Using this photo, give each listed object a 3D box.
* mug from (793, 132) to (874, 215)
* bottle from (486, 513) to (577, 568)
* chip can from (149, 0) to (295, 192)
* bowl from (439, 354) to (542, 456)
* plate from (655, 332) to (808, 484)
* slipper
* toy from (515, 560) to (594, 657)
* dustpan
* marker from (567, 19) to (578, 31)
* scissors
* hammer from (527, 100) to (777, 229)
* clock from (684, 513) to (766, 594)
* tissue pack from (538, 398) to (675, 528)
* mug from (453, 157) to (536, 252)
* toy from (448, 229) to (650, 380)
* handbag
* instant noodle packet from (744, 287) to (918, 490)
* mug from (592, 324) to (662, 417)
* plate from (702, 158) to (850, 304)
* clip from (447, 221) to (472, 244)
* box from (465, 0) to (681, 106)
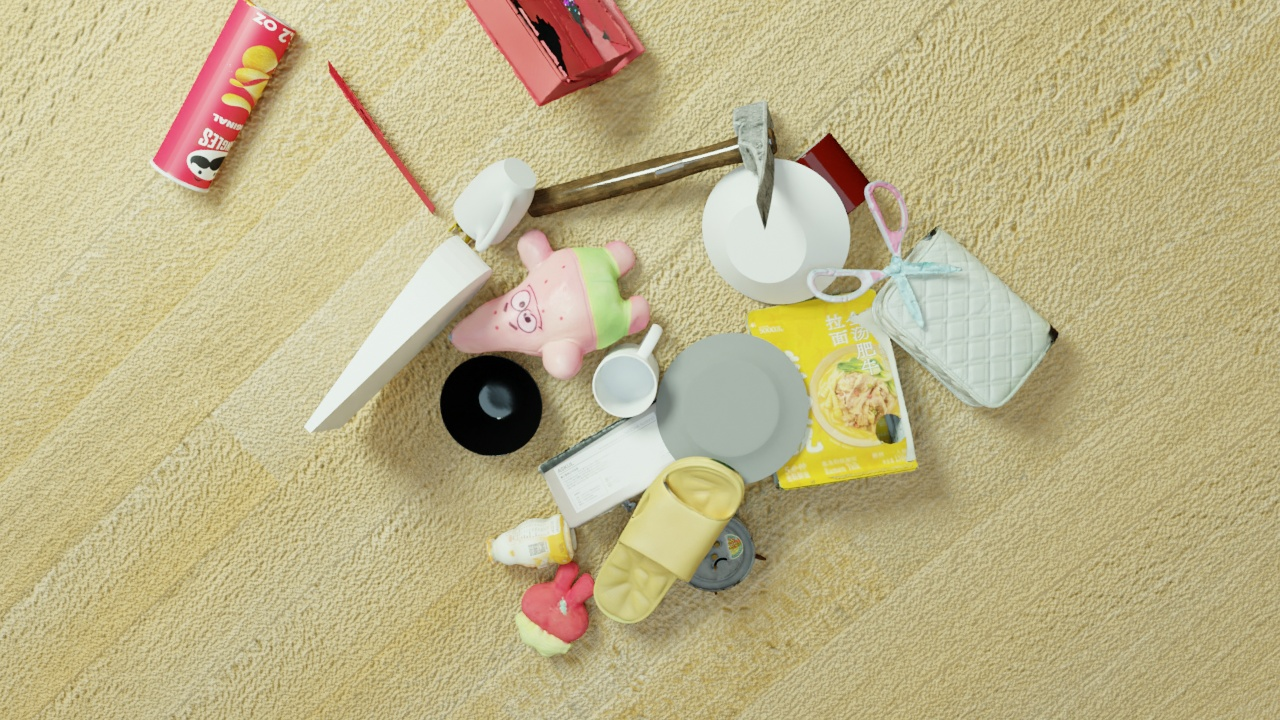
[{"bbox_3d":[0.200,-0.194,1.051,0.106,0.073,0.082,-38,96,17],"label":"mug"},{"bbox_3d":[-0.136,0.229,1.144,0.108,0.063,0.063,-11,99,5],"label":"bottle"},{"bbox_3d":[-0.486,-0.308,1.070,0.069,0.069,0.221,33,99,-3],"label":"chip can"},{"bbox_3d":[-0.178,0.051,1.122,0.124,0.052,0.124,1,100,3],"label":"bowl"},{"bbox_3d":[0.105,0.056,1.068,0.178,0.012,0.178,-1,84,12],"label":"plate"},{"bbox_3d":[0.021,0.221,1.076,0.099,0.078,0.264,33,117,2],"label":"slipper"},{"bbox_3d":[-0.107,0.317,1.166,0.091,0.045,0.135,28,104,1],"label":"toy"},{"bbox_3d":[-0.279,-0.032,1.038,0.053,0.191,0.257,45,82,-5],"label":"dustpan"},{"bbox_3d":[-0.056,-0.405,1.057,0.146,0.017,0.017,-41,95,9],"label":"marker"},{"bbox_3d":[0.261,-0.106,1.011,0.175,0.013,0.170,-24,95,1],"label":"scissors"},{"bbox_3d":[0.004,-0.187,1.019,0.301,0.217,0.037,-12,128,17],"label":"hammer"},{"bbox_3d":[0.080,0.221,1.135,0.104,0.056,0.148,-38,97,11],"label":"clock"},{"bbox_3d":[-0.022,0.130,1.127,0.181,0.071,0.104,-31,81,5],"label":"tissue pack"},{"bbox_3d":[-0.162,-0.174,1.041,0.071,0.107,0.090,27,135,-27],"label":"mug"},{"bbox_3d":[-0.110,-0.060,1.072,0.237,0.097,0.192,-18,72,-1],"label":"toy"},{"bbox_3d":[0.370,-0.046,1.063,0.195,0.072,0.138,42,82,-4],"label":"handbag"},{"bbox_3d":[0.222,0.034,1.093,0.163,0.084,0.221,-11,88,3],"label":"instant noodle packet"},{"bbox_3d":[-0.006,0.006,1.085,0.074,0.090,0.110,31,100,-2],"label":"mug"},{"bbox_3d":[0.147,-0.138,1.043,0.174,0.036,0.174,11,119,20],"label":"plate"},{"bbox_3d":[-0.207,-0.164,1.096,0.054,0.046,0.048,-42,50,10],"label":"clip"},{"bbox_3d":[-0.016,-0.451,0.957,0.375,0.148,0.213,-33,95,12],"label":"box"}]
